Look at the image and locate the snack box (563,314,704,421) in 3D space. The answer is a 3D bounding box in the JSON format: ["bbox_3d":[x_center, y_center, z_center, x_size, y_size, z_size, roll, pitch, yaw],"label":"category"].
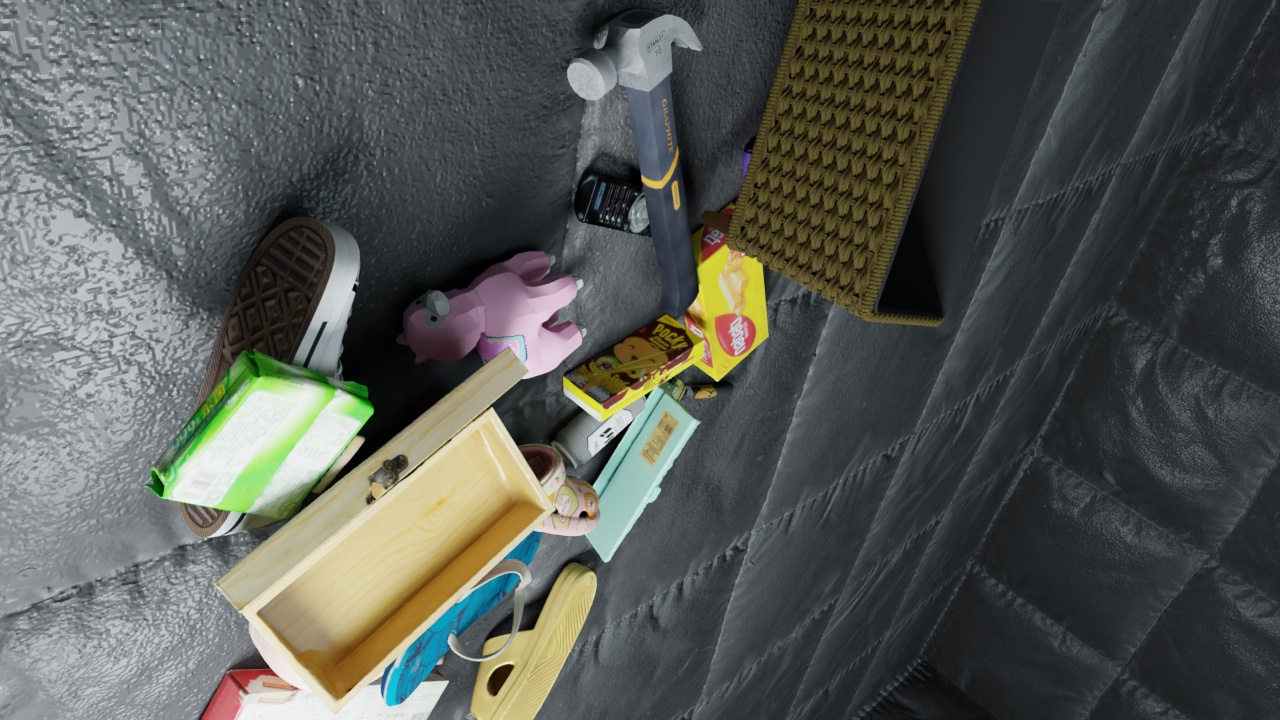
[{"bbox_3d":[-0.006,0.006,0.958,0.148,0.061,0.026,-32,141,-30],"label":"snack box"}]

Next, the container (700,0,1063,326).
[{"bbox_3d":[0.207,-0.217,0.836,0.176,0.205,0.321,0,111,-52],"label":"container"}]

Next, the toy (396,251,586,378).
[{"bbox_3d":[-0.124,-0.029,0.772,0.157,0.067,0.123,-29,142,-26],"label":"toy"}]

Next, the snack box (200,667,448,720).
[{"bbox_3d":[-0.309,0.347,0.922,0.076,0.044,0.272,-61,148,2],"label":"snack box"}]

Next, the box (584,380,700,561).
[{"bbox_3d":[-0.010,0.116,1.019,0.187,0.055,0.138,-59,-168,8],"label":"box"}]

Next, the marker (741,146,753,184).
[{"bbox_3d":[0.117,-0.171,0.984,0.018,0.015,0.134,-11,137,-6],"label":"marker"}]

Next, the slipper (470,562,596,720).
[{"bbox_3d":[-0.144,0.361,1.117,0.262,0.078,0.099,-59,151,-23],"label":"slipper"}]

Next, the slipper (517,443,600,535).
[{"bbox_3d":[-0.112,0.121,0.918,0.197,0.093,0.081,17,97,-50],"label":"slipper"}]

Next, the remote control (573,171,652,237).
[{"bbox_3d":[-0.011,-0.142,0.848,0.140,0.021,0.045,1,112,-56],"label":"remote control"}]

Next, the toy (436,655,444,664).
[{"bbox_3d":[-0.243,0.274,0.934,0.102,0.050,0.065,13,97,-27],"label":"toy"}]

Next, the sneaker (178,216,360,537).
[{"bbox_3d":[-0.239,0.019,0.650,0.097,0.091,0.246,2,118,-53],"label":"sneaker"}]

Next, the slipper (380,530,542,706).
[{"bbox_3d":[-0.151,0.236,0.907,0.294,0.060,0.118,-42,148,-62],"label":"slipper"}]

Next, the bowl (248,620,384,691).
[{"bbox_3d":[-0.262,0.242,0.818,0.152,0.076,0.153,-19,133,-22],"label":"bowl"}]

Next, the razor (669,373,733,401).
[{"bbox_3d":[0.074,0.037,1.129,0.143,0.021,0.044,-2,122,-54],"label":"razor"}]

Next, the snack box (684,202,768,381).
[{"bbox_3d":[0.093,-0.071,1.025,0.092,0.042,0.201,-40,145,-20],"label":"snack box"}]

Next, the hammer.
[{"bbox_3d":[0.016,-0.159,0.823,0.139,0.035,0.313,-48,146,-30],"label":"hammer"}]

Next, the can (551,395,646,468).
[{"bbox_3d":[-0.044,0.067,0.984,0.106,0.044,0.044,-42,146,-17],"label":"can"}]

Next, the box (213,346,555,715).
[{"bbox_3d":[-0.193,0.123,0.715,0.247,0.119,0.253,-42,158,-27],"label":"box"}]

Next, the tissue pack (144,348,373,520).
[{"bbox_3d":[-0.234,0.051,0.576,0.114,0.034,0.099,-50,145,6],"label":"tissue pack"}]
